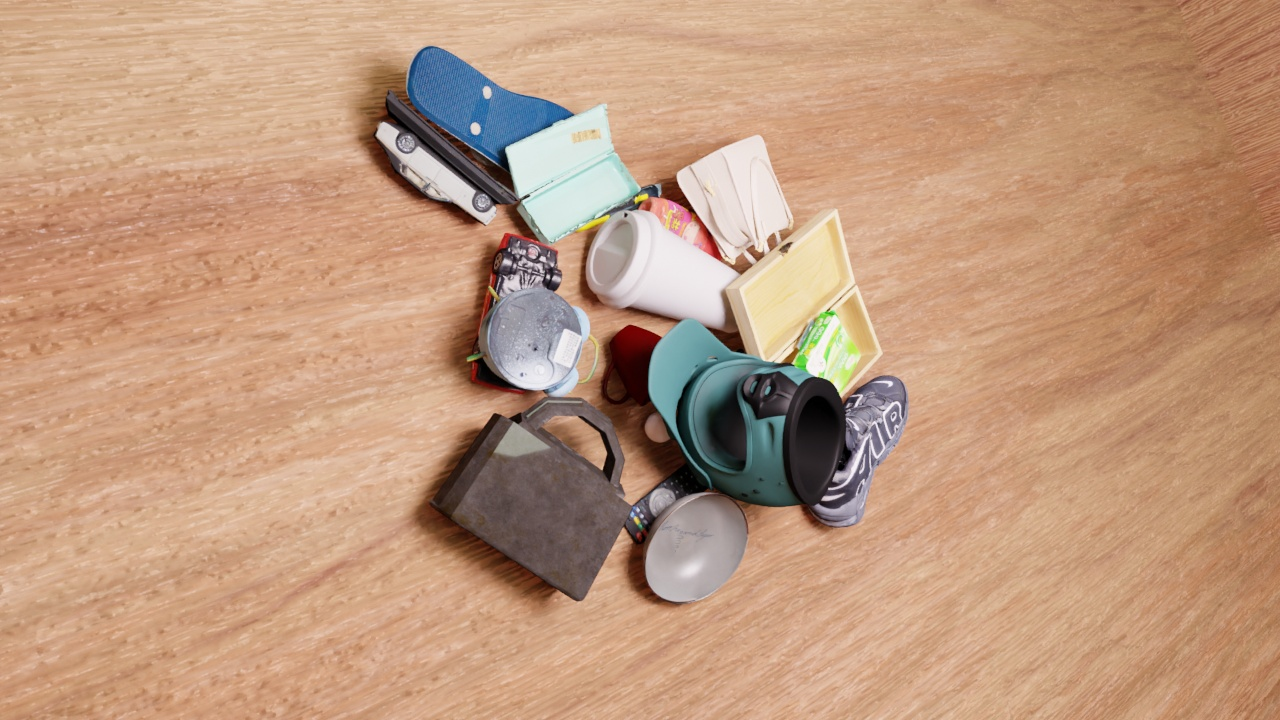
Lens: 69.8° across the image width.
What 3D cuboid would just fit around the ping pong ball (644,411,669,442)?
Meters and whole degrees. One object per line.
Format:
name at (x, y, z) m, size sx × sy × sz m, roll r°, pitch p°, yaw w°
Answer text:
ping pong ball at (0.025, 0.086, 1.194) m, size 0.040 × 0.040 × 0.040 m, roll 10°, pitch 71°, yaw -30°

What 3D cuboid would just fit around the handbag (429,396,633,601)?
handbag at (-0.107, 0.135, 1.057) m, size 0.197 × 0.102 × 0.199 m, roll 39°, pitch 76°, yaw -18°

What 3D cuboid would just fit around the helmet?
helmet at (0.125, 0.069, 1.126) m, size 0.176 × 0.200 × 0.275 m, roll -63°, pitch 147°, yaw -19°

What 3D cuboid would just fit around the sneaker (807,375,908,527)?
sneaker at (0.299, 0.097, 1.292) m, size 0.251 × 0.097 × 0.151 m, roll -58°, pitch 148°, yaw -24°

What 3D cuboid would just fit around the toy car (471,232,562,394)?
toy car at (-0.152, -0.057, 1.114) m, size 0.081 × 0.056 × 0.189 m, roll 16°, pitch 78°, yaw -27°

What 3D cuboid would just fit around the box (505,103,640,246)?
box at (-0.089, -0.241, 1.185) m, size 0.186 × 0.052 × 0.139 m, roll -36°, pitch 106°, yaw -40°

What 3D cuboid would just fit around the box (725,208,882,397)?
box at (0.236, -0.050, 1.299) m, size 0.246 × 0.068 × 0.253 m, roll -40°, pitch 123°, yaw -36°

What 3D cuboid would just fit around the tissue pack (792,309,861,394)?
tissue pack at (0.257, -0.001, 1.271) m, size 0.099 × 0.034 × 0.113 m, roll 50°, pitch 61°, yaw -34°

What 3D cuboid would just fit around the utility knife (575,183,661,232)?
utility knife at (-0.029, -0.213, 1.259) m, size 0.172 × 0.020 × 0.029 m, roll -29°, pitch 96°, yaw -37°

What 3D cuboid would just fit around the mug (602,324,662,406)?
mug at (-0.007, 0.007, 1.183) m, size 0.114 × 0.087 × 0.088 m, roll -42°, pitch 81°, yaw -7°

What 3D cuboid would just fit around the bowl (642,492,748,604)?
bowl at (0.059, 0.225, 1.150) m, size 0.150 × 0.057 × 0.151 m, roll -10°, pitch 112°, yaw -26°

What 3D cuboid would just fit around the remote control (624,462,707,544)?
remote control at (0.035, 0.179, 1.186) m, size 0.140 × 0.021 × 0.045 m, roll -35°, pitch 95°, yaw -30°

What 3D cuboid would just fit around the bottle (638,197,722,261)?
bottle at (0.056, -0.174, 1.280) m, size 0.134 × 0.048 × 0.071 m, roll 24°, pitch 84°, yaw -28°

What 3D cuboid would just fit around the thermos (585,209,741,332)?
thermos at (0.049, -0.107, 1.221) m, size 0.221 × 0.132 × 0.131 m, roll 19°, pitch 67°, yaw -35°

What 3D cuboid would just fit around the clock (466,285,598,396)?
clock at (-0.116, -0.019, 1.069) m, size 0.162 × 0.060 × 0.118 m, roll 23°, pitch 78°, yaw -28°

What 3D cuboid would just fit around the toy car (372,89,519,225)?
toy car at (-0.244, -0.230, 1.099) m, size 0.191 × 0.094 × 0.071 m, roll 38°, pitch 89°, yaw -19°

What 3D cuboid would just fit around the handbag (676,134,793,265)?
handbag at (0.155, -0.208, 1.307) m, size 0.198 × 0.101 × 0.194 m, roll 63°, pitch 31°, yaw -7°

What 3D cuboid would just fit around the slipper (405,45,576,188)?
slipper at (-0.179, -0.294, 1.154) m, size 0.294 × 0.060 × 0.118 m, roll 19°, pitch 76°, yaw -46°

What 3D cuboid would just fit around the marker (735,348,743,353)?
marker at (0.109, 0.026, 1.278) m, size 0.133 × 0.015 × 0.018 m, roll -49°, pitch 124°, yaw -32°
